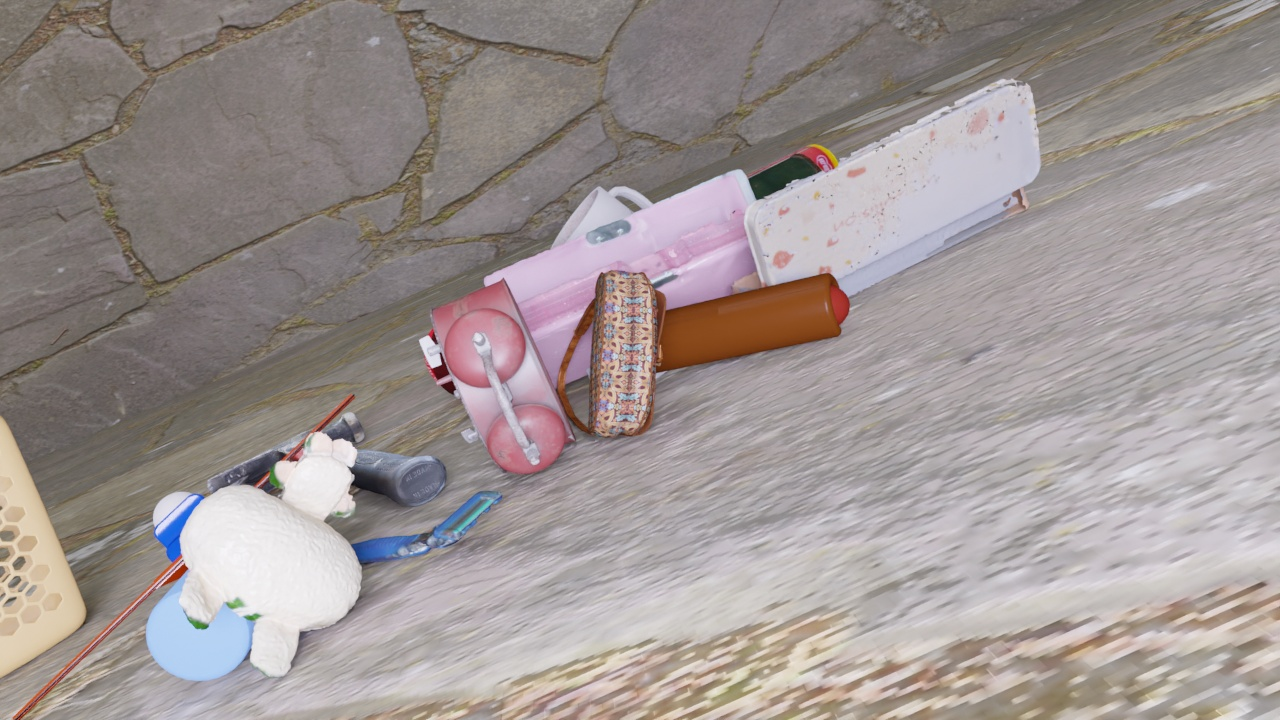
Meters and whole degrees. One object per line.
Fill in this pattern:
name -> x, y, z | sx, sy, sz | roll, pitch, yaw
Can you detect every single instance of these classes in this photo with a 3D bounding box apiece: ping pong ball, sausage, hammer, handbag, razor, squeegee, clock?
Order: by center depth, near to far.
razor -> -0.134, 0.099, 0.496 | 0.141, 0.018, 0.043 | -19, 13, 33
clock -> -0.086, 0.015, 0.540 | 0.062, 0.110, 0.157 | -24, 12, -5
handbag -> -0.025, 0.007, 0.580 | 0.043, 0.093, 0.196 | 5, -10, -15
sausage -> 0.055, -0.021, 0.581 | 0.156, 0.040, 0.040 | -12, 17, 26
squeegee -> -0.294, 0.119, 0.617 | 0.248, 0.055, 0.185 | -48, 21, -21
hammer -> -0.233, 0.084, 0.699 | 0.140, 0.036, 0.327 | -29, 14, -31
ping pong ball -> -0.381, 0.129, 0.759 | 0.040, 0.040, 0.040 | -22, 13, 5

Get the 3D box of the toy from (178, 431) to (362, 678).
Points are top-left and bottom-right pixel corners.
toy -> -0.171, 0.091, 0.434 | 0.050, 0.087, 0.112 | -33, 34, 36

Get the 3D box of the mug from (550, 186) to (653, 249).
mug -> -0.020, -0.122, 0.913 | 0.083, 0.096, 0.119 | -32, 27, 52

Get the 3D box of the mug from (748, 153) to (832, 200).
mug -> 0.117, -0.134, 0.833 | 0.081, 0.085, 0.111 | -27, 29, -9

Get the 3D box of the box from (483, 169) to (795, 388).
box -> -0.001, -0.074, 0.703 | 0.232, 0.107, 0.099 | -25, -28, -8

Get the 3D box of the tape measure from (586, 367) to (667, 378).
tape measure -> -0.004, 0.004, 0.653 | 0.065, 0.017, 0.064 | -26, 13, -12

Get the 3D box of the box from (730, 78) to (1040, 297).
box -> 0.163, -0.107, 0.634 | 0.217, 0.095, 0.115 | -26, 9, -10

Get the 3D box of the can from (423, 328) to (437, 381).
can -> -0.149, -0.021, 0.882 | 0.074, 0.074, 0.142 | -19, 13, 18

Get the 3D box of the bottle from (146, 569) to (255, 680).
bottle -> -0.215, 0.118, 0.494 | 0.048, 0.048, 0.131 | -24, 13, -1

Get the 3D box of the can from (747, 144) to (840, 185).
can -> 0.166, -0.196, 1.054 | 0.124, 0.067, 0.067 | -30, 14, -25

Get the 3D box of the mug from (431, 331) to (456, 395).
mug -> -0.118, -0.007, 0.745 | 0.088, 0.087, 0.113 | 9, 2, 35

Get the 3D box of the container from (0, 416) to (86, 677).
container -> -0.484, 0.136, 0.597 | 0.166, 0.183, 0.129 | -24, 10, -41
